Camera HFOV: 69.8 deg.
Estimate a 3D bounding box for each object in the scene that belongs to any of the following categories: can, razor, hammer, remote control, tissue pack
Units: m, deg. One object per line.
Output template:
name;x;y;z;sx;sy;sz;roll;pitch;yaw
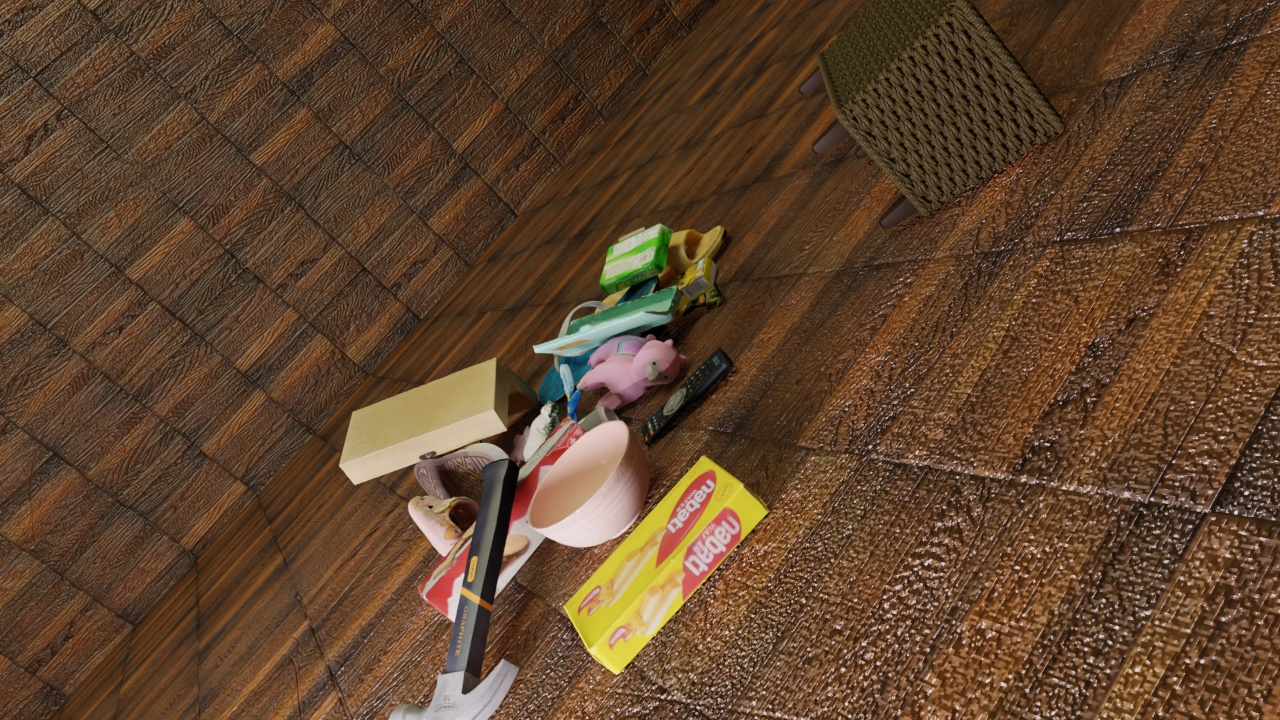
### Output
can;-0.076;0.104;1.192;0.107;0.044;0.044;-38;20;18
razor;0.051;-0.058;1.278;0.144;0.021;0.044;-35;29;12
hammer;-0.180;0.245;0.997;0.140;0.035;0.311;-19;45;27
remote control;0.054;0.045;1.090;0.140;0.021;0.045;-46;18;11
tissue pack;-0.007;-0.155;1.391;0.114;0.034;0.099;-21;38;31

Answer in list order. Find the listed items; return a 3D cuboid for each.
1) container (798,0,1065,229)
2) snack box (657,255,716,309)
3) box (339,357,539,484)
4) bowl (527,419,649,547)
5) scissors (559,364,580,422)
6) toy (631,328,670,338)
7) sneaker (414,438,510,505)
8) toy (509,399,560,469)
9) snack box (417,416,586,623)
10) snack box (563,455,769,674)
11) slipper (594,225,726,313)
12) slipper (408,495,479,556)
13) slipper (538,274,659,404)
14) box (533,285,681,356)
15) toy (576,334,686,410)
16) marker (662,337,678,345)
container;0.313;-0.311;1.074;0.205;0.176;0.320;-39;20;25
snack box;0.048;-0.096;1.378;0.149;0.025;0.061;-33;23;30
box;-0.307;0.086;1.409;0.248;0.118;0.252;-19;-1;8
bowl;-0.044;0.145;0.997;0.153;0.076;0.152;-40;20;17
scissors;-0.093;0.065;1.250;0.013;0.127;0.126;-11;-21;-21
toy;-0.001;-0.040;1.338;0.103;0.050;0.065;-39;24;31
sneaker;-0.246;0.157;1.384;0.097;0.091;0.246;-38;11;-35
toy;-0.151;0.116;1.324;0.109;0.041;0.095;-32;37;41
snack box;-0.149;0.194;1.109;0.272;0.076;0.044;-49;23;-14
snack box;0.021;0.183;0.841;0.200;0.042;0.092;-46;21;-4
slipper;0.018;-0.142;1.458;0.264;0.078;0.099;-33;25;29
slipper;-0.257;0.221;1.260;0.081;0.093;0.197;-39;18;-16
slipper;-0.081;-0.037;1.418;0.296;0.060;0.118;-46;27;25
box;-0.042;-0.048;1.283;0.187;0.055;0.138;-18;16;30
toy;-0.007;0.007;1.223;0.158;0.067;0.123;-27;24;31
marker;0.004;-0.006;1.296;0.134;0.015;0.018;-27;-5;41
